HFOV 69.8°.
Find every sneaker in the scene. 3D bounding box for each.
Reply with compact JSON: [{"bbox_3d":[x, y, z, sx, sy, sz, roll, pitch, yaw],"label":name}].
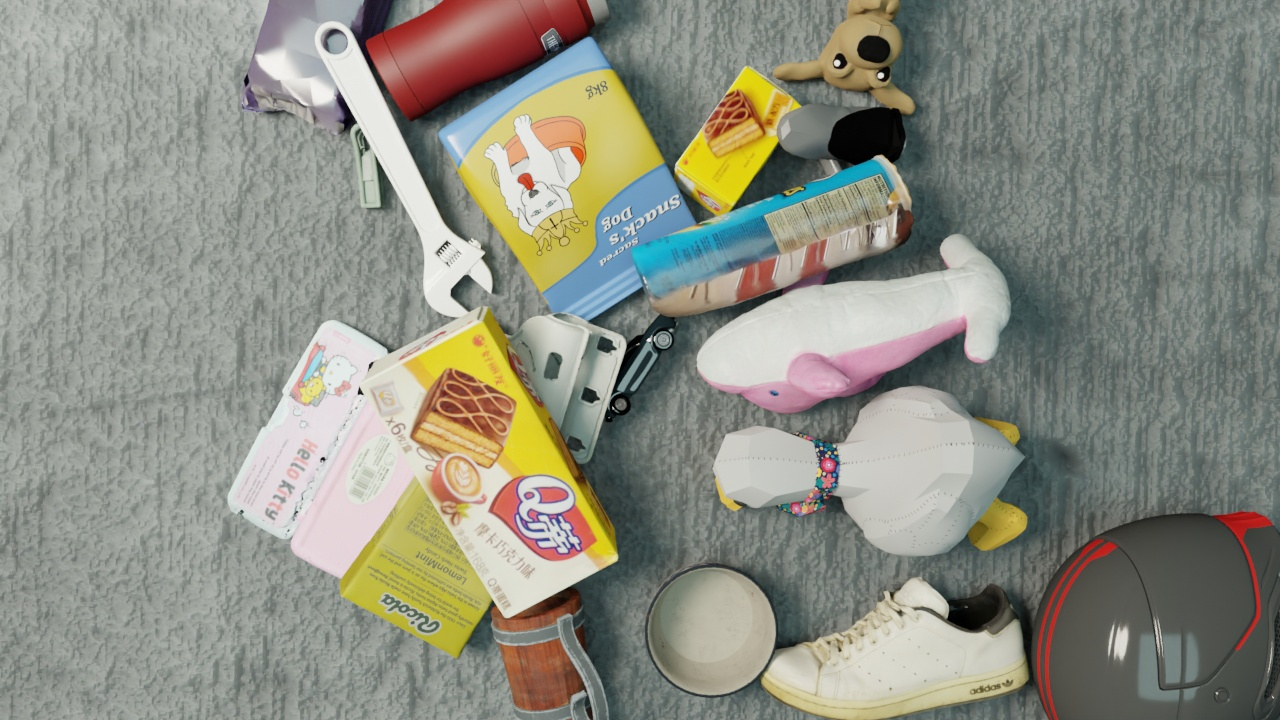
[{"bbox_3d":[0.224,0.246,0.808,0.241,0.089,0.102,-4,99,-6],"label":"sneaker"}]

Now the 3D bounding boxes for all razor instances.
[{"bbox_3d":[0.170,-0.194,0.785,0.156,0.060,0.057,-3,116,-34],"label":"razor"}]

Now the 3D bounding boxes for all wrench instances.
[{"bbox_3d":[-0.208,-0.163,0.803,0.066,0.018,0.273,-27,104,-5],"label":"wrench"}]

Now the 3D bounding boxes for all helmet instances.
[{"bbox_3d":[0.425,0.243,0.776,0.170,0.164,0.264,13,90,-3],"label":"helmet"}]

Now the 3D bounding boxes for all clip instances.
[{"bbox_3d":[-0.099,0.014,0.790,0.151,0.091,0.126,20,102,4],"label":"clip"},{"bbox_3d":[-0.244,-0.174,0.826,0.023,0.035,0.074,-4,96,-3],"label":"clip"}]

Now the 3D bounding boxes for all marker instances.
[{"bbox_3d":[0.180,-0.169,0.837,0.016,0.022,0.138,-26,90,-7],"label":"marker"}]

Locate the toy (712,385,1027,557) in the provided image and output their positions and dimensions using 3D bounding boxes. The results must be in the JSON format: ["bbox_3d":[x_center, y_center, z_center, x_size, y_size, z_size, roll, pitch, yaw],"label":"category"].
[{"bbox_3d":[0.200,0.091,0.766,0.267,0.247,0.140,7,73,-20],"label":"toy"}]

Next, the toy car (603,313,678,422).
[{"bbox_3d":[-0.005,0.005,0.824,0.034,0.046,0.112,33,88,-3],"label":"toy car"}]

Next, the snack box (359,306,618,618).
[{"bbox_3d":[-0.116,0.082,0.743,0.110,0.061,0.230,-27,105,2],"label":"snack box"}]

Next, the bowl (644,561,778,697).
[{"bbox_3d":[0.061,0.234,0.821,0.115,0.059,0.115,0,91,-1],"label":"bowl"}]

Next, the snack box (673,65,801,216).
[{"bbox_3d":[0.083,-0.188,0.804,0.061,0.083,0.106,35,90,0],"label":"snack box"}]

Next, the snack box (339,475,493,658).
[{"bbox_3d":[-0.163,0.153,0.807,0.121,0.045,0.181,35,85,-20],"label":"snack box"}]

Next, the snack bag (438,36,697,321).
[{"bbox_3d":[-0.055,-0.148,0.801,0.159,0.102,0.205,-33,104,-1],"label":"snack bag"}]

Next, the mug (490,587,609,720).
[{"bbox_3d":[-0.072,0.266,0.795,0.081,0.118,0.111,-13,95,-38],"label":"mug"}]

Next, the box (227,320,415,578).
[{"bbox_3d":[-0.267,0.081,0.820,0.154,0.045,0.201,28,91,-1],"label":"box"}]

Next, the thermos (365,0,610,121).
[{"bbox_3d":[-0.136,-0.299,0.798,0.198,0.084,0.108,-27,92,1],"label":"thermos"}]

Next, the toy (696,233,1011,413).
[{"bbox_3d":[0.184,-0.012,0.795,0.266,0.186,0.128,-17,130,20],"label":"toy"}]

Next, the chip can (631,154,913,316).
[{"bbox_3d":[0.110,-0.098,0.779,0.229,0.080,0.080,-20,91,1],"label":"chip can"}]

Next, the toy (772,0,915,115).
[{"bbox_3d":[0.197,-0.287,0.804,0.134,0.105,0.108,14,101,-5],"label":"toy"}]

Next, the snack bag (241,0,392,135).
[{"bbox_3d":[-0.278,-0.308,0.807,0.096,0.058,0.205,17,90,-2],"label":"snack bag"}]
